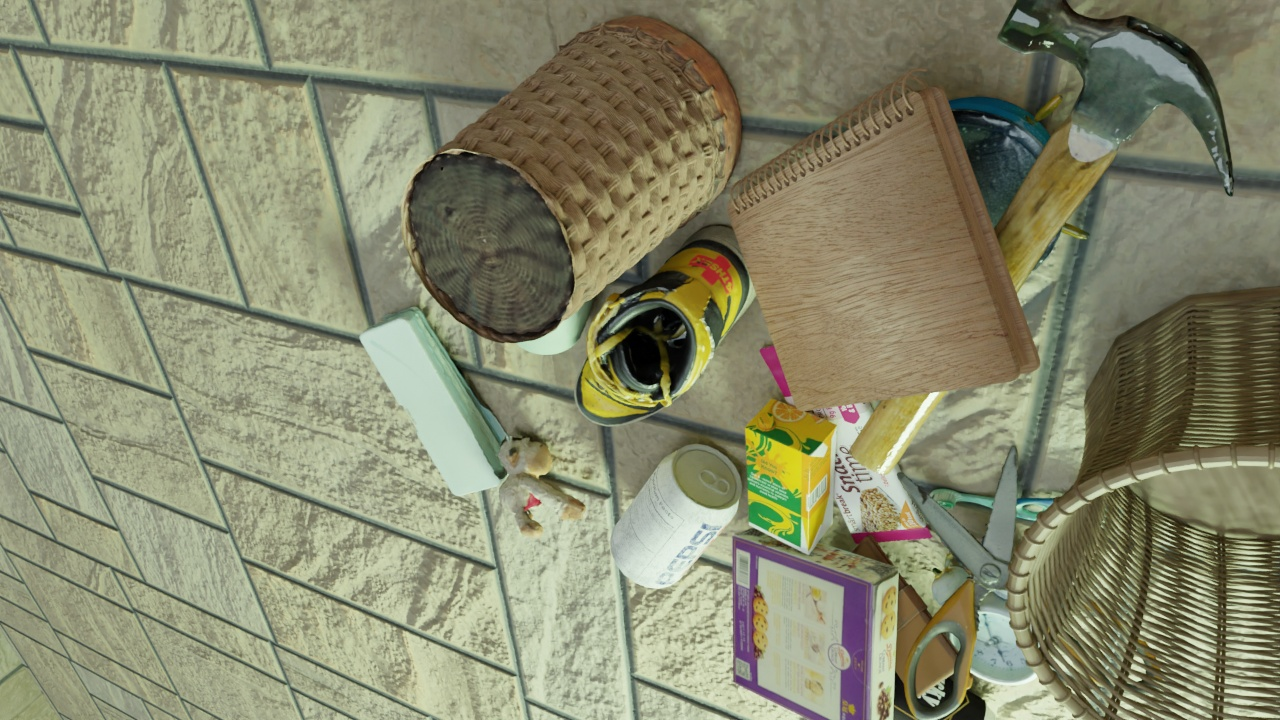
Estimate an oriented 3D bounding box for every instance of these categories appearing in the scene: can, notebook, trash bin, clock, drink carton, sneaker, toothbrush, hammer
[{"bbox_3d":[0.236,0.300,0.806,0.128,0.071,0.072,30,132,11],"label":"can"},{"bbox_3d":[0.133,-0.059,0.566,0.211,0.022,0.169,-18,92,66],"label":"notebook"},{"bbox_3d":[0.030,0.140,0.819,0.078,0.078,0.136,36,133,5],"label":"can"},{"bbox_3d":[-0.043,-0.121,0.591,0.151,0.209,0.151,16,128,22],"label":"trash bin"},{"bbox_3d":[0.182,-0.102,0.566,0.162,0.060,0.117,-3,120,35],"label":"clock"},{"bbox_3d":[0.121,0.092,0.737,0.058,0.041,0.123,23,138,32],"label":"drink carton"},{"bbox_3d":[0.277,0.195,0.718,0.083,0.056,0.117,-19,103,40],"label":"clock"},{"bbox_3d":[-0.004,0.004,0.716,0.086,0.121,0.239,41,132,3],"label":"sneaker"},{"bbox_3d":[0.282,0.108,0.679,0.135,0.017,0.022,1,118,32],"label":"toothbrush"},{"bbox_3d":[0.203,-0.039,0.538,0.132,0.033,0.331,27,136,9],"label":"hammer"}]

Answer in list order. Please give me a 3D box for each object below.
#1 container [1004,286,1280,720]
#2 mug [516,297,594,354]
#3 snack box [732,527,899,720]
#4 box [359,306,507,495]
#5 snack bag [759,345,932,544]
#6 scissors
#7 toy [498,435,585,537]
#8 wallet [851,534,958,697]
[{"bbox_3d":[0.338,0.086,0.504,0.227,0.195,0.227,17,128,22],"label":"container"},{"bbox_3d":[-0.084,-0.071,0.750,0.111,0.084,0.104,52,153,29],"label":"mug"},{"bbox_3d":[0.144,0.228,0.776,0.148,0.040,0.143,10,105,46],"label":"snack box"},{"bbox_3d":[-0.199,0.042,0.915,0.085,0.070,0.199,-3,120,56],"label":"box"},{"bbox_3d":[0.163,0.067,0.726,0.070,0.016,0.196,-13,113,39],"label":"snack bag"},{"bbox_3d":[0.257,0.181,0.677,0.225,0.016,0.226,45,110,16],"label":"scissors"},{"bbox_3d":[-0.105,0.120,0.910,0.106,0.074,0.085,64,176,5],"label":"toy"},{"bbox_3d":[0.209,0.212,0.759,0.121,0.013,0.088,56,150,26],"label":"wallet"}]
